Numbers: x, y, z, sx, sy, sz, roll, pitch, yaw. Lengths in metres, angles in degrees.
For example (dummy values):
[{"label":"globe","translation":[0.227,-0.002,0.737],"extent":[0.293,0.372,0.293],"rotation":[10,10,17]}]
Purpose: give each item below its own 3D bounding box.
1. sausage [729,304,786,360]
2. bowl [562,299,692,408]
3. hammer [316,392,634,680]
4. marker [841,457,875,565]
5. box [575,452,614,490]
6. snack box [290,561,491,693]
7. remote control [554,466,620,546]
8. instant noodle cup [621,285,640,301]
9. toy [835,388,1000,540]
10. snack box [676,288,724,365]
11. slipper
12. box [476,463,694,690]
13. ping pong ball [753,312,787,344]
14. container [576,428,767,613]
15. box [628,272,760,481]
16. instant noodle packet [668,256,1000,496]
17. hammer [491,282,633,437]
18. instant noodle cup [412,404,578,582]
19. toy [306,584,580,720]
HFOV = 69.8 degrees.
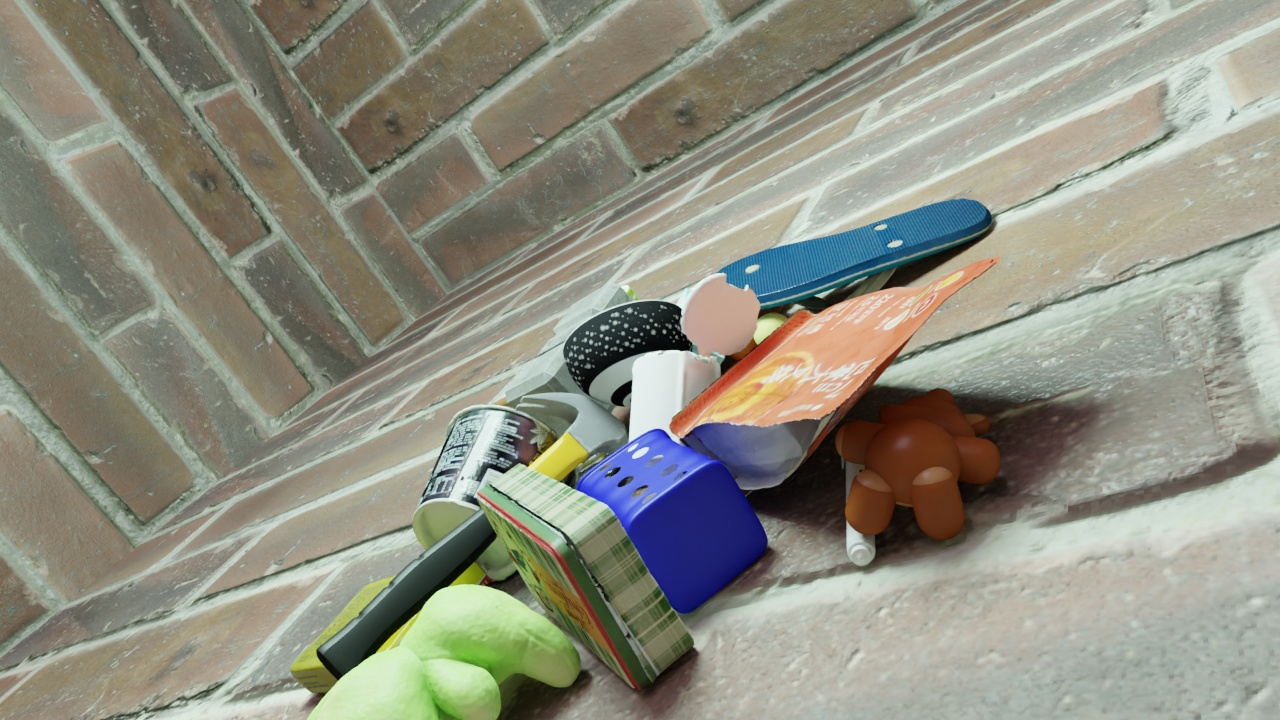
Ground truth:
[{"label":"sausage","translation":[0.130,-0.050,1.000],"extent":[0.044,0.039,0.163],"rotation":[-1,31,30]},{"label":"bowl","translation":[-0.005,0.005,0.840],"extent":[0.120,0.066,0.120],"rotation":[-15,-26,-8]},{"label":"hammer","translation":[-0.126,0.135,0.751],"extent":[0.322,0.127,0.029],"rotation":[-40,-8,-37]},{"label":"marker","translation":[0.139,0.087,0.589],"extent":[0.020,0.017,0.133],"rotation":[9,26,8]},{"label":"box","translation":[-0.079,0.095,0.989],"extent":[0.064,0.037,0.210],"rotation":[-34,14,-9]},{"label":"snack box","translation":[-0.226,0.241,0.821],"extent":[0.181,0.045,0.121],"rotation":[-24,19,41]},{"label":"remote control","translation":[-0.054,0.142,0.826],"extent":[0.033,0.015,0.146],"rotation":[-22,19,37]},{"label":"instant noodle cup","translation":[-0.016,-0.027,1.099],"extent":[0.099,0.108,0.098],"rotation":[-30,16,9]},{"label":"toy","translation":[0.170,0.056,0.560],"extent":[0.095,0.065,0.127],"rotation":[7,22,25]},{"label":"snack box","translation":[0.049,-0.014,0.980],"extent":[0.075,0.053,0.174],"rotation":[-58,8,20]},{"label":"slipper","translation":[0.210,-0.091,0.936],"extent":[0.295,0.060,0.118],"rotation":[-17,24,11]},{"label":"box","translation":[-0.048,0.139,0.631],"extent":[0.050,0.118,0.206],"rotation":[-36,17,-19]},{"label":"ping pong ball","translation":[0.133,-0.028,0.922],"extent":[0.040,0.040,0.040],"rotation":[-31,15,9]},{"label":"container","translation":[0.020,0.109,0.645],"extent":[0.085,0.084,0.114],"rotation":[-35,16,-13]},{"label":"box","translation":[0.043,0.019,0.746],"extent":[0.126,0.084,0.155],"rotation":[-34,50,58]},{"label":"instant noodle packet","translation":[0.128,0.005,0.622],"extent":[0.164,0.084,0.221],"rotation":[-38,-3,-21]},{"label":"hammer","translation":[-0.133,0.040,1.047],"extent":[0.319,0.083,0.162],"rotation":[-26,23,45]},{"label":"instant noodle cup","translation":[-0.139,0.126,0.843],"extent":[0.138,0.137,0.112],"rotation":[-23,26,34]},{"label":"toy","translation":[-0.148,0.225,0.607],"extent":[0.196,0.107,0.150],"rotation":[-31,14,-27]}]
